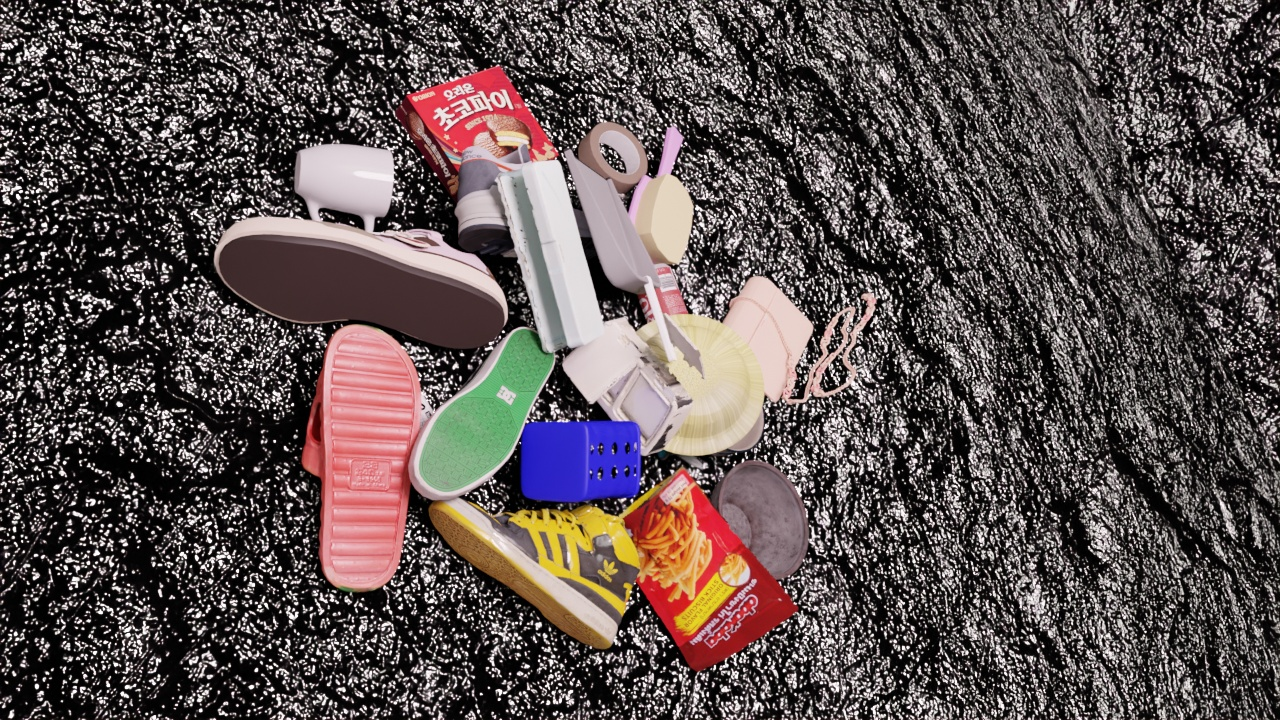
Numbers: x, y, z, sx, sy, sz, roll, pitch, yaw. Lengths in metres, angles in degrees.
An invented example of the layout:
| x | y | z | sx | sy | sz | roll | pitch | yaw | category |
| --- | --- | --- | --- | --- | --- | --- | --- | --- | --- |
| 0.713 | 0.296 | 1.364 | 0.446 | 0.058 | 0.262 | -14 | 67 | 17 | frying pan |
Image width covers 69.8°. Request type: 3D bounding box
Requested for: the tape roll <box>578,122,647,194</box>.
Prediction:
| x | y | z | sx | sy | sz | roll | pitch | yaw | category |
| --- | --- | --- | --- | --- | --- | --- | --- | --- | --- |
| -0.037 | -0.274 | 1.241 | 0.093 | 0.030 | 0.093 | 17 | 60 | -32 | tape roll |

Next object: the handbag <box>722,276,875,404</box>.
| x | y | z | sx | sy | sz | roll | pitch | yaw | category |
| --- | --- | --- | --- | --- | --- | --- | --- | --- | --- |
| 0.199 | -0.048 | 1.215 | 0.116 | 0.188 | 0.198 | 47 | 53 | -20 | handbag |

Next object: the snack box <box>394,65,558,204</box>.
| x | y | z | sx | sy | sz | roll | pitch | yaw | category |
| --- | --- | --- | --- | --- | --- | --- | --- | --- | --- |
| -0.195 | -0.274 | 1.114 | 0.151 | 0.036 | 0.132 | -37 | 94 | -42 | snack box |

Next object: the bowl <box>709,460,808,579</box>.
| x | y | z | sx | sy | sz | roll | pitch | yaw | category |
| --- | --- | --- | --- | --- | --- | --- | --- | --- | --- |
| 0.132 | 0.201 | 1.128 | 0.144 | 0.067 | 0.144 | 17 | 60 | -32 | bowl |

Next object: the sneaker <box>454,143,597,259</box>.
| x | y | z | sx | sy | sz | roll | pitch | yaw | category |
| --- | --- | --- | --- | --- | --- | --- | --- | --- | --- |
| -0.125 | -0.185 | 1.060 | 0.239 | 0.089 | 0.124 | -2 | 75 | -58 | sneaker |

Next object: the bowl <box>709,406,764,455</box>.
| x | y | z | sx | sy | sz | roll | pitch | yaw | category |
| --- | --- | --- | --- | --- | --- | --- | --- | --- | --- |
| 0.095 | 0.069 | 1.166 | 0.115 | 0.059 | 0.115 | 17 | 60 | -32 | bowl |

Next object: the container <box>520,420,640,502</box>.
| x | y | z | sx | sy | sz | roll | pitch | yaw | category |
| --- | --- | --- | --- | --- | --- | --- | --- | --- | --- |
| -0.063 | 0.106 | 0.973 | 0.113 | 0.085 | 0.084 | 9 | 81 | -63 | container |

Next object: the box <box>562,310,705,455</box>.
| x | y | z | sx | sy | sz | roll | pitch | yaw | category |
| --- | --- | --- | --- | --- | --- | --- | --- | --- | --- |
| -0.006 | 0.005 | 1.014 | 0.080 | 0.182 | 0.143 | -16 | 55 | -44 | box |

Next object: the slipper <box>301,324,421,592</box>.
| x | y | z | sx | sy | sz | roll | pitch | yaw | category |
| --- | --- | --- | --- | --- | --- | --- | --- | --- | --- |
| -0.268 | 0.091 | 0.874 | 0.103 | 0.059 | 0.248 | 4 | 83 | -38 | slipper |

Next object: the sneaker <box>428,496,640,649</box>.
| x | y | z | sx | sy | sz | roll | pitch | yaw | category |
| --- | --- | --- | --- | --- | --- | --- | --- | --- | --- |
| -0.095 | 0.183 | 0.944 | 0.238 | 0.086 | 0.121 | 44 | 55 | -19 | sneaker |

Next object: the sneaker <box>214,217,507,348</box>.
| x | y | z | sx | sy | sz | roll | pitch | yaw | category |
| --- | --- | --- | --- | --- | --- | --- | --- | --- | --- |
| -0.277 | -0.104 | 0.940 | 0.293 | 0.112 | 0.116 | 11 | 42 | -33 | sneaker |

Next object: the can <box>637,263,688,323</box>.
| x | y | z | sx | sy | sz | roll | pitch | yaw | category |
| --- | --- | --- | --- | --- | --- | --- | --- | --- | --- |
| 0.029 | -0.072 | 1.183 | 0.053 | 0.054 | 0.096 | -12 | 78 | -41 | can |

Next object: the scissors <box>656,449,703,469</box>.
| x | y | z | sx | sy | sz | roll | pitch | yaw | category |
| --- | --- | --- | --- | --- | --- | --- | --- | --- | --- |
| 0.014 | 0.094 | 1.117 | 0.134 | 0.019 | 0.130 | -9 | 72 | -37 | scissors |

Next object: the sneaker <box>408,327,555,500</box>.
| x | y | z | sx | sy | sz | roll | pitch | yaw | category |
| --- | --- | --- | --- | --- | --- | --- | --- | --- | --- |
| -0.167 | 0.063 | 0.943 | 0.084 | 0.079 | 0.234 | 39 | 43 | -9 | sneaker |

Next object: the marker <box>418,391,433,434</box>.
| x | y | z | sx | sy | sz | roll | pitch | yaw | category |
| --- | --- | --- | --- | --- | --- | --- | --- | --- | --- |
| -0.240 | 0.033 | 0.944 | 0.025 | 0.025 | 0.126 | -32 | 91 | -42 | marker |

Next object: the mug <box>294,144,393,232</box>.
| x | y | z | sx | sy | sz | roll | pitch | yaw | category |
| --- | --- | --- | --- | --- | --- | --- | --- | --- | --- |
| -0.314 | -0.173 | 0.963 | 0.089 | 0.071 | 0.107 | 3 | 96 | -28 | mug |

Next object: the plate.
| x | y | z | sx | sy | sz | roll | pitch | yaw | category |
| --- | --- | --- | --- | --- | --- | --- | --- | --- | --- |
| 0.063 | 0.020 | 1.103 | 0.184 | 0.036 | 0.184 | 2 | 67 | -6 | plate |

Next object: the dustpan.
| x | y | z | sx | sy | sz | roll | pitch | yaw | category |
| --- | --- | --- | --- | --- | --- | --- | --- | --- | --- |
| -0.013 | -0.117 | 1.086 | 0.163 | 0.033 | 0.257 | 3 | 69 | -75 | dustpan |

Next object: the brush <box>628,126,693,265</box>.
| x | y | z | sx | sy | sz | roll | pitch | yaw | category |
| --- | --- | --- | --- | --- | --- | --- | --- | --- | --- |
| 0.036 | -0.228 | 1.243 | 0.089 | 0.043 | 0.228 | 43 | 51 | -43 | brush |

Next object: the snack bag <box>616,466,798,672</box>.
| x | y | z | sx | sy | sz | roll | pitch | yaw | category |
| --- | --- | --- | --- | --- | --- | --- | --- | --- | --- |
| 0.063 | 0.238 | 1.044 | 0.139 | 0.066 | 0.208 | -36 | 92 | -2 | snack bag |

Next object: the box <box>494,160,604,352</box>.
| x | y | z | sx | sy | sz | roll | pitch | yaw | category |
| --- | --- | --- | --- | --- | --- | --- | --- | --- | --- |
| -0.088 | -0.112 | 0.978 | 0.085 | 0.073 | 0.199 | -23 | 103 | -34 | box |
